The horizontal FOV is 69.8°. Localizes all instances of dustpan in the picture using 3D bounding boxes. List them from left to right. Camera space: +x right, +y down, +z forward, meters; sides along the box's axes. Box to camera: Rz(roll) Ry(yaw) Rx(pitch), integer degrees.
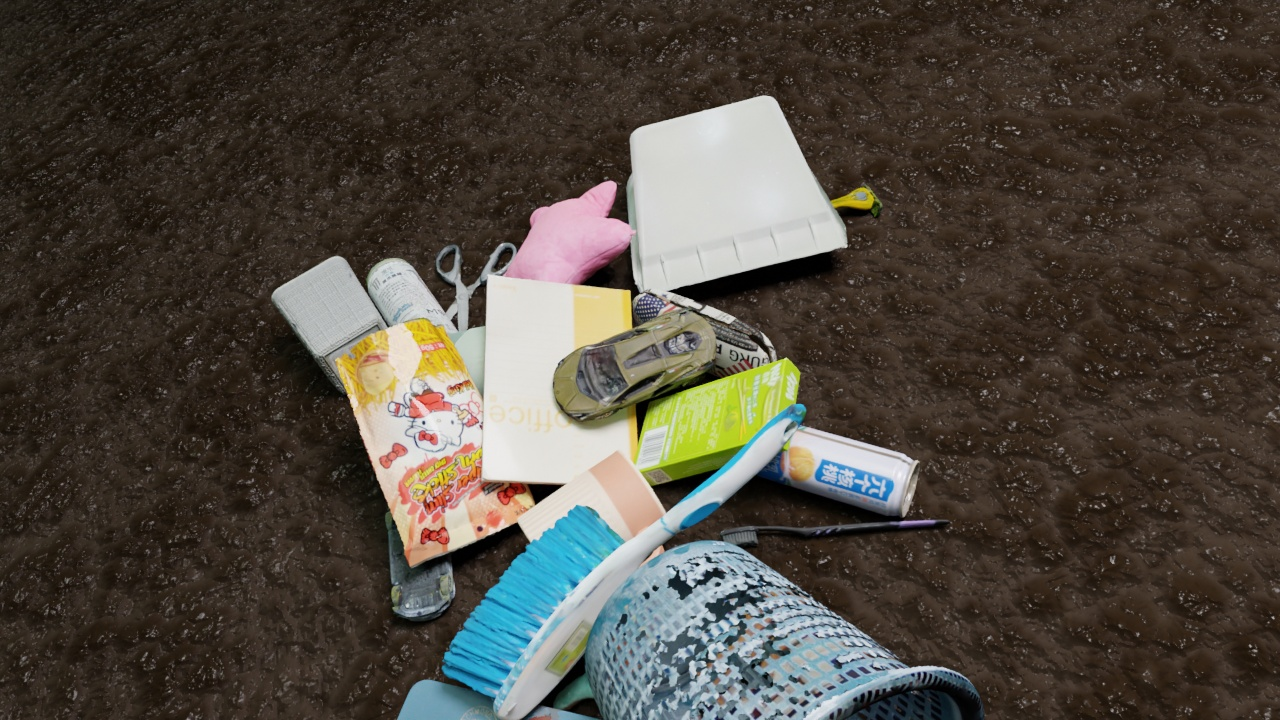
[{"bbox_3d":[0.090,-0.186,1.039,0.223,0.143,0.257,-13,70,4],"label":"dustpan"}]

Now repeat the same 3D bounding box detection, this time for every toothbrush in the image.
[{"bbox_3d":[0.160,0.143,0.764,0.189,0.014,0.016,-5,57,10],"label":"toothbrush"}]

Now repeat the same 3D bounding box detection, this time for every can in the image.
[{"bbox_3d":[-0.245,-0.049,0.994,0.058,0.058,0.146,-31,52,-12],"label":"can"},{"bbox_3d":[0.164,0.090,0.780,0.135,0.053,0.053,15,56,25],"label":"can"}]

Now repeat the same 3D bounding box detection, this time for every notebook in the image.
[{"bbox_3d":[-0.075,0.018,0.859,0.145,0.010,0.206,5,64,-15],"label":"notebook"}]

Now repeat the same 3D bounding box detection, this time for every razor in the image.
[{"bbox_3d":[0.194,-0.156,1.001,0.132,0.028,0.043,-21,52,-1],"label":"razor"}]

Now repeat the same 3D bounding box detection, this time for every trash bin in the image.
[{"bbox_3d":[0.070,0.232,0.599,0.226,0.227,0.195,-33,37,-14],"label":"trash bin"}]

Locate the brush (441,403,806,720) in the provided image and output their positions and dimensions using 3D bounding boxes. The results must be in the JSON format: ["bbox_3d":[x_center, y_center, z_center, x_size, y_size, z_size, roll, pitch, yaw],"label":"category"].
[{"bbox_3d":[-0.011,0.134,0.675,0.109,0.060,0.314,31,78,43],"label":"brush"}]

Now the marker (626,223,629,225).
[{"bbox_3d":[0.041,-0.155,1.045,0.146,0.017,0.016,-5,50,11],"label":"marker"}]

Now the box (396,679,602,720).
[{"bbox_3d":[-0.105,0.297,0.673,0.184,0.060,0.089,5,51,16],"label":"box"}]

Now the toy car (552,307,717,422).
[{"bbox_3d":[-0.005,0.005,0.842,0.158,0.042,0.070,-24,78,-7],"label":"toy car"}]

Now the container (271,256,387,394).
[{"bbox_3d":[-0.323,-0.035,0.993,0.090,0.090,0.114,-34,54,-14],"label":"container"}]

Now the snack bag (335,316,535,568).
[{"bbox_3d":[-0.186,0.069,0.827,0.128,0.073,0.207,-19,73,-29],"label":"snack bag"}]

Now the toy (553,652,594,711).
[{"bbox_3d":[-0.036,0.233,0.729,0.096,0.030,0.092,-34,48,-7],"label":"toy"}]

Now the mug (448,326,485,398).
[{"bbox_3d":[-0.152,0.021,0.908,0.106,0.082,0.111,-10,67,5],"label":"mug"}]

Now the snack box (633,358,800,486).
[{"bbox_3d":[0.064,0.056,0.807,0.157,0.026,0.085,-21,40,37],"label":"snack box"}]

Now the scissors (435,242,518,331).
[{"bbox_3d":[-0.202,-0.078,1.045,0.177,0.014,0.159,-38,52,-16],"label":"scissors"}]

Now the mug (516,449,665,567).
[{"bbox_3d":[-0.032,0.146,0.764,0.105,0.082,0.114,-32,44,-11],"label":"mug"}]

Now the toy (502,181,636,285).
[{"bbox_3d":[-0.081,-0.115,0.994,0.179,0.074,0.194,-10,47,38],"label":"toy"}]

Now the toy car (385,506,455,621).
[{"bbox_3d":[-0.195,0.172,0.817,0.054,0.037,0.120,-12,57,-2],"label":"toy car"}]

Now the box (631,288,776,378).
[{"bbox_3d":[0.062,-0.026,0.899,0.164,0.070,0.055,26,37,27],"label":"box"}]
